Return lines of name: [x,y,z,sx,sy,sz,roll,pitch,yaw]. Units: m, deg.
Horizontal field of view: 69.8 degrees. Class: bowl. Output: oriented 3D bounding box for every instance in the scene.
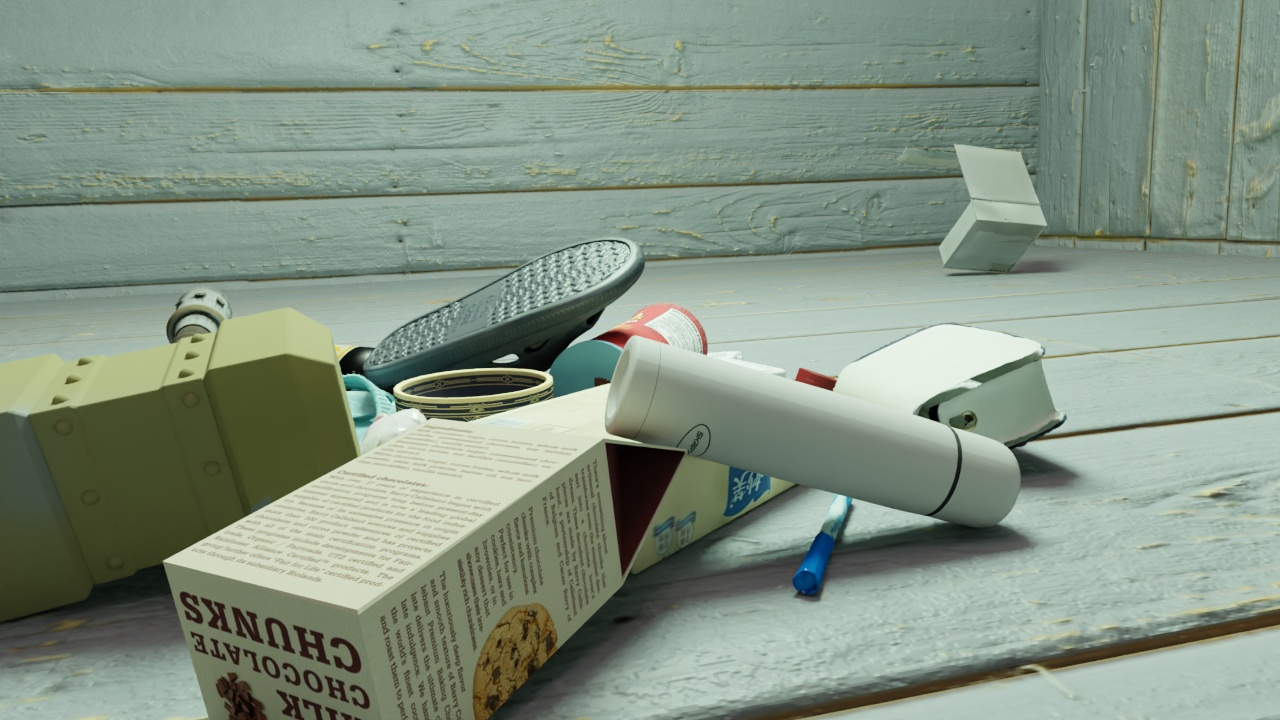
bowl: [-0.118,0.046,0.662,0.112,0.061,0.112,-2,10,0]

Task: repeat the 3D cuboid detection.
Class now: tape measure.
tape measure: [0.164,0.023,0.832,0.051,0.019,0.059,18,4,-18]

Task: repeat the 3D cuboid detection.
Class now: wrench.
wrench: [0.090,0.006,0.901,0.066,0.018,0.273,-4,4,-8]

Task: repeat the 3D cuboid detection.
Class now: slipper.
slipper: [-0.110,-0.018,0.783,0.269,0.083,0.110,-20,29,18]
slipper: [-0.239,0.043,0.699,0.116,0.069,0.276,-1,10,-10]

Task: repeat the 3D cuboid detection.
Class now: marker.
marker: [0.101,0.092,0.492,0.013,0.013,0.141,1,10,20]

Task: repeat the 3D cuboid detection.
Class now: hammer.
hammer: [-0.287,0.009,0.577,0.190,0.101,0.325,-13,22,-16]

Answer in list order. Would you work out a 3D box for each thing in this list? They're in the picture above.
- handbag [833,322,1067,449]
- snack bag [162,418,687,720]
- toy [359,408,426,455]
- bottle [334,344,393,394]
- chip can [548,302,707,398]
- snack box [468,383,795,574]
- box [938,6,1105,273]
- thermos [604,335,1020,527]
handbag: [0.185,0.043,0.651,0.176,0.074,0.151,-23,11,-6]
snack bag: [-0.069,0.072,0.384,0.094,0.070,0.205,4,20,30]
toy: [-0.154,0.063,0.556,0.037,0.076,0.125,27,0,-19]
bottle: [-0.265,0.016,0.875,0.182,0.059,0.059,4,11,31]
chip can: [-0.005,0.005,0.811,0.087,0.087,0.213,1,11,17]
snack box: [-0.003,0.059,0.574,0.153,0.055,0.206,6,13,36]
box: [0.782,-0.440,1.916,0.167,0.529,0.234,4,12,-11]
thermos: [0.094,0.041,0.487,0.224,0.052,0.052,16,7,-11]
